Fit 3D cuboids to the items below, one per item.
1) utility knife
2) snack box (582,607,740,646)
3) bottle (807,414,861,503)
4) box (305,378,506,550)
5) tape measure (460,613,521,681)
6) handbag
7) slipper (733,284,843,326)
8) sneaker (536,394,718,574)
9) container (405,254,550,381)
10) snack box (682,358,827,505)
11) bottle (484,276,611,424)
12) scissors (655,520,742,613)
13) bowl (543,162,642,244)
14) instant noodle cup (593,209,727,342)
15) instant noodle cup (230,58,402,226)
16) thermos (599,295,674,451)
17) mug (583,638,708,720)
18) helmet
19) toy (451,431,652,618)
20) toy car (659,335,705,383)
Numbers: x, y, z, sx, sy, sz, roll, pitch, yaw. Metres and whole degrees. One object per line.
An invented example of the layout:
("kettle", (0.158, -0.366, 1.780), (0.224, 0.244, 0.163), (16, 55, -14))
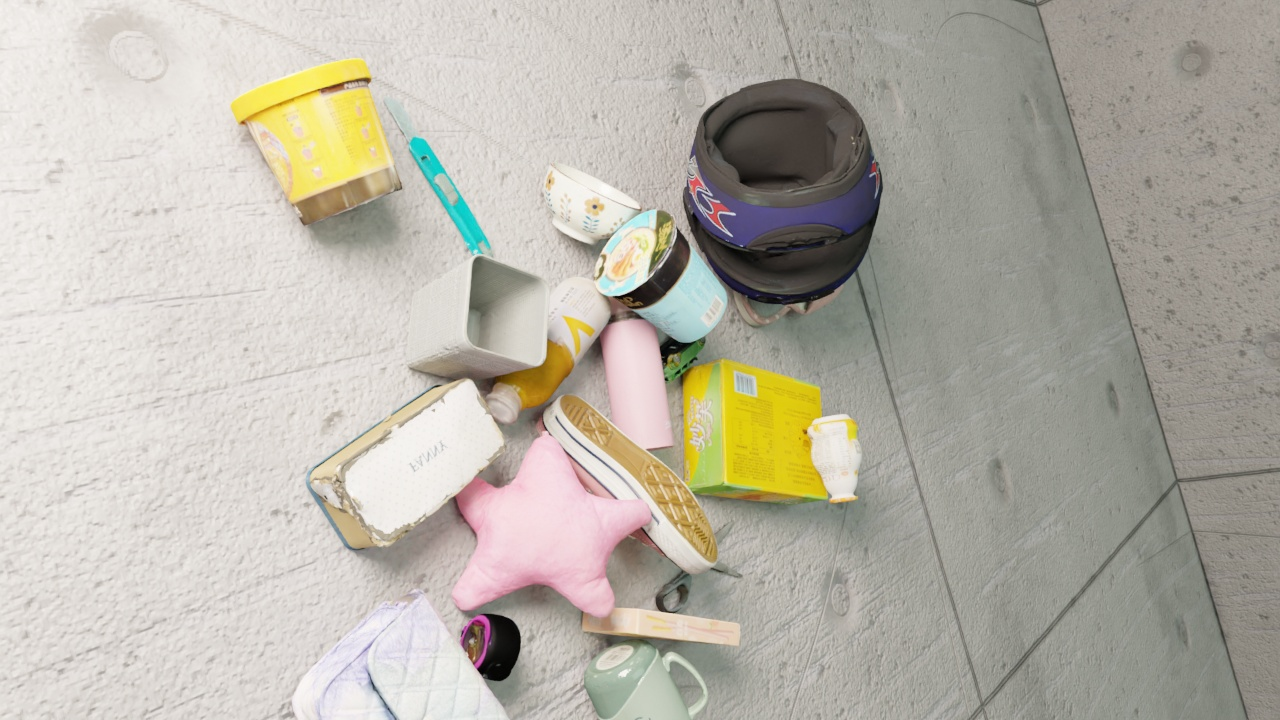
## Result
("utility knife", (-0.203, -0.180, 0.934), (0.029, 0.013, 0.196), (-45, 110, -43))
("snack box", (0.024, 0.282, 0.971), (0.157, 0.085, 0.026), (20, 67, -40))
("bottle", (0.248, 0.125, 1.160), (0.063, 0.063, 0.108), (2, 77, -45))
("box", (-0.200, 0.086, 0.822), (0.183, 0.064, 0.090), (-38, 106, -47))
("tape measure", (-0.138, 0.260, 0.833), (0.039, 0.057, 0.057), (26, 69, -37))
("handbag", (-0.182, 0.305, 0.761), (0.133, 0.076, 0.194), (-43, 110, -44))
("slipper", (0.228, -0.123, 1.325), (0.273, 0.055, 0.114), (-27, 98, -45))
("sneaker", (-0.023, 0.143, 0.966), (0.241, 0.088, 0.118), (43, 25, -3))
("container", (-0.157, -0.032, 0.862), (0.090, 0.115, 0.090), (19, 65, -41))
("snack box", (0.147, 0.096, 1.163), (0.209, 0.070, 0.157), (14, 68, -43))
("bottle", (-0.097, -0.011, 0.950), (0.068, 0.068, 0.189), (52, 47, -21))
("scissors", (0.063, 0.229, 1.082), (0.159, 0.014, 0.180), (59, 43, -18))
("bowl", (-0.062, -0.169, 1.025), (0.113, 0.113, 0.062), (15, 110, -42))
("instant noodle cup", (0.029, -0.082, 0.988), (0.120, 0.111, 0.111), (40, 52, -36))
("instant noodle cup", (-0.272, -0.186, 0.797), (0.118, 0.119, 0.114), (-37, 112, -45))
("thermos", (-0.006, 0.006, 1.047), (0.087, 0.067, 0.198), (30, 50, -74))
("mug", (0.010, 0.338, 0.925), (0.111, 0.082, 0.106), (-25, 94, -3))
("helmet", (0.179, -0.186, 1.140), (0.314, 0.247, 0.241), (-92, 171, -50))
("toy", (-0.084, 0.155, 0.884), (0.194, 0.075, 0.178), (4, 74, -11))
("toy car", (0.043, -0.007, 1.109), (0.091, 0.043, 0.036), (-43, 124, -35))
